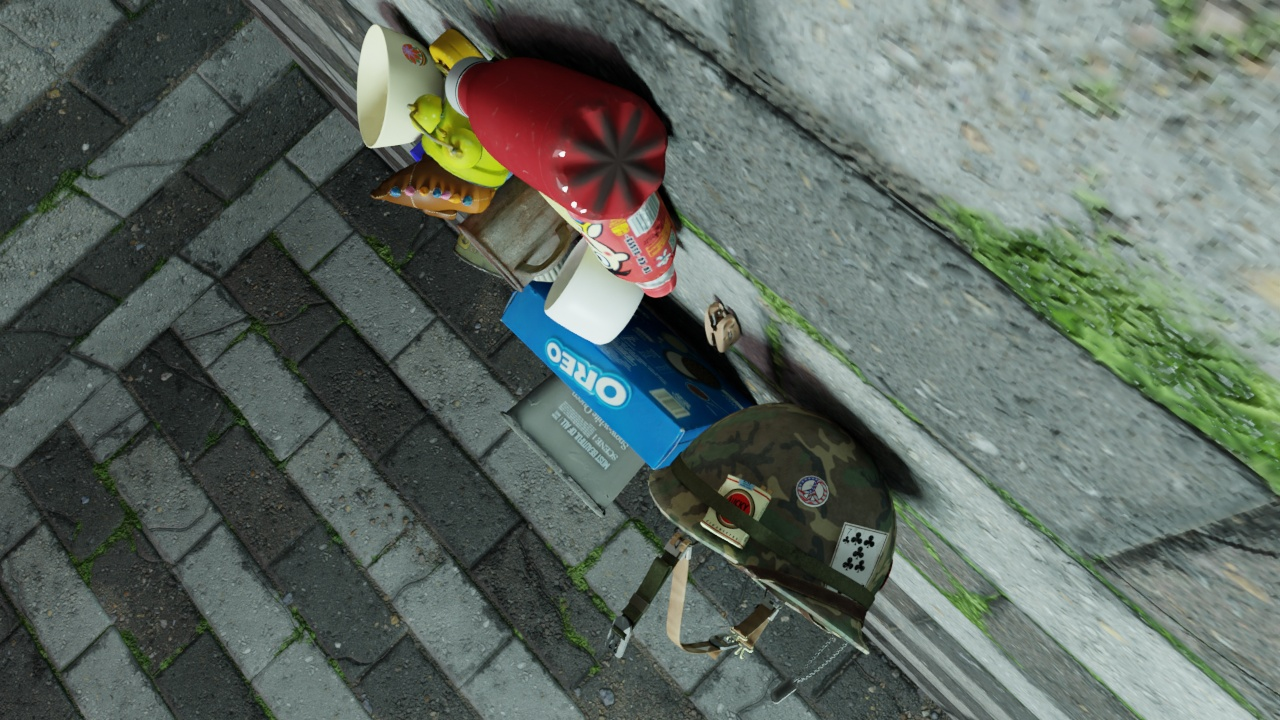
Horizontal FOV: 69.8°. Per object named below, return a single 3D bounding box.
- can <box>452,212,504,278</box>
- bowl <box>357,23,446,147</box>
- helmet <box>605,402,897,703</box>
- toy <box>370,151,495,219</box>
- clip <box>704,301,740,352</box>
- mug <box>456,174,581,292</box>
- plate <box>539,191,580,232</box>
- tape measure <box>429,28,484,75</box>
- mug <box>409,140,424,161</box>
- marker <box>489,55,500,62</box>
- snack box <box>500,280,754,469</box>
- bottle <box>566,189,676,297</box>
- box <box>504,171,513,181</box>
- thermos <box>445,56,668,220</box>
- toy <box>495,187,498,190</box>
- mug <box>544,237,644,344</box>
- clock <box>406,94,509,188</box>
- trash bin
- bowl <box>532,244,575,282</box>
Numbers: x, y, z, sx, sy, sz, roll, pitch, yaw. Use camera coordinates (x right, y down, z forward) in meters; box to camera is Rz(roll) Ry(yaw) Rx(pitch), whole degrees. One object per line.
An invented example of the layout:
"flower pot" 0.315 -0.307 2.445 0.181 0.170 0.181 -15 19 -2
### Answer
"can" -0.168 -0.146 1.089 0.090 0.075 0.089 24 -166 -7
"bowl" -0.234 -0.271 0.924 0.074 0.118 0.118 -2 -156 -31
"helmet" 0.096 0.155 0.738 0.192 0.236 0.224 44 -171 -49
"toy" -0.189 -0.154 0.841 0.090 0.102 0.071 19 118 29
"clip" 0.071 -0.026 0.765 0.049 0.025 0.061 30 157 57
"mug" -0.103 -0.127 0.890 0.123 0.110 0.096 41 178 41
"plate" -0.059 -0.146 0.768 0.184 0.036 0.184 45 175 5
"tape measure" -0.148 -0.243 0.761 0.059 0.030 0.068 46 175 -29
"mug" -0.178 -0.214 0.919 0.079 0.083 0.111 45 175 12
"marker" -0.067 -0.182 0.671 0.146 0.017 0.017 43 174 28
"snack box" -0.006 0.006 0.981 0.239 0.056 0.195 43 -159 21
"bottle" -0.006 -0.090 0.654 0.062 0.062 0.137 43 173 31
"box" -0.151 -0.219 1.055 0.210 0.052 0.067 38 149 43
"thermos" -0.069 -0.155 0.584 0.073 0.073 0.240 50 174 -38
"toy" -0.177 -0.211 1.008 0.093 0.036 0.094 57 140 18
"mug" -0.044 -0.068 0.885 0.068 0.094 0.116 30 172 -16
"clock" -0.156 -0.196 0.811 0.083 0.057 0.118 45 -153 18
"trash bin" -0.043 0.066 1.264 0.197 0.220 0.197 46 175 1
"bowl" -0.090 -0.091 1.096 0.062 0.115 0.115 60 179 15
